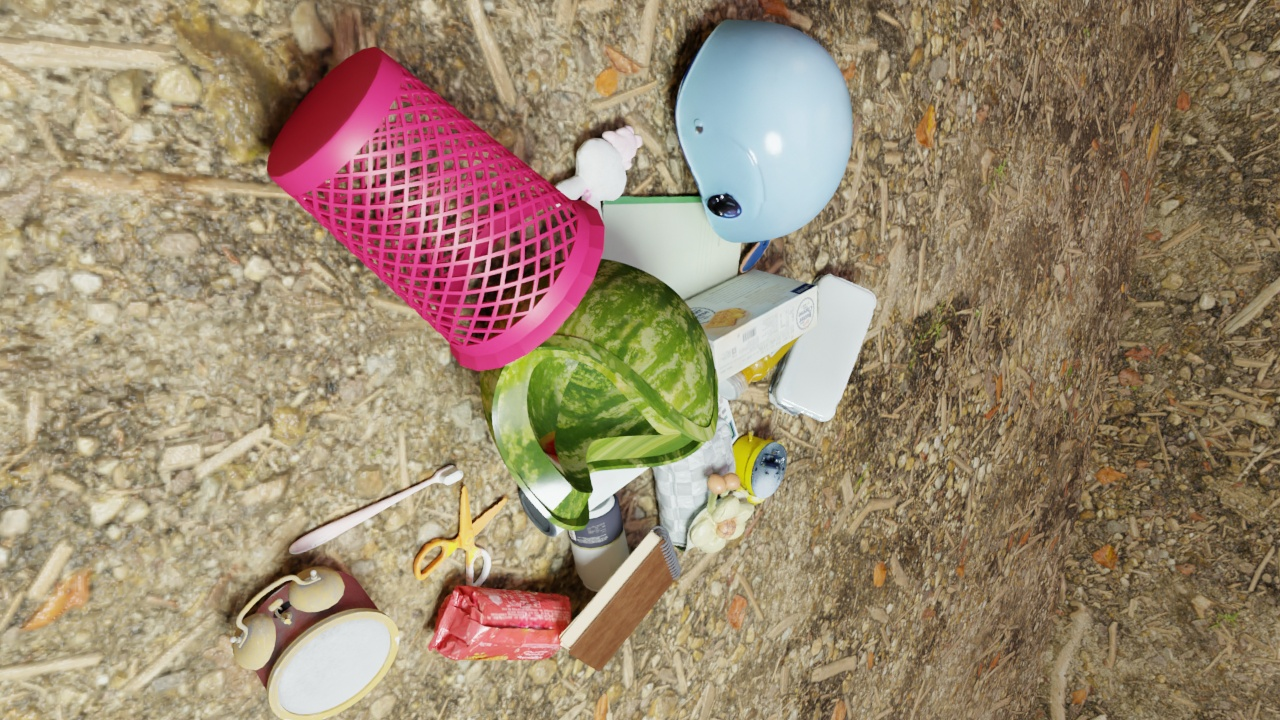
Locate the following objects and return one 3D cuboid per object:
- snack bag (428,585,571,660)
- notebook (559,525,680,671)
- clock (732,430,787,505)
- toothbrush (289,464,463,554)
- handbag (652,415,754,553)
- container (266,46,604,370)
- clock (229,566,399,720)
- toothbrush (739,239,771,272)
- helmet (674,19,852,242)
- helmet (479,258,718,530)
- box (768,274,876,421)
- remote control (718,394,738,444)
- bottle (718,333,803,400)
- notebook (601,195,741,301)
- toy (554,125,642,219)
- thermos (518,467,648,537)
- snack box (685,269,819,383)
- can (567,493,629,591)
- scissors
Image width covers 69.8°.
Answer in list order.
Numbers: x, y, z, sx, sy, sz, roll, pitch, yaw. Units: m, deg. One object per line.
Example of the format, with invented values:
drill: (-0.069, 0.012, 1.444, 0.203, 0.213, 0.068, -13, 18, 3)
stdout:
snack bag: (-0.142, 0.283, 0.984, 0.176, 0.082, 0.082, 21, 87, -49)
notebook: (-0.017, 0.285, 1.082, 0.167, 0.024, 0.226, -48, 160, -14)
clock: (0.159, 0.159, 1.285, 0.083, 0.057, 0.118, 16, 91, -49)
toothbrush: (-0.246, 0.140, 0.868, 0.180, 0.018, 0.016, -25, 120, -39)
handbag: (0.078, 0.154, 1.147, 0.112, 0.123, 0.172, -23, 120, -23)
container: (-0.170, -0.128, 0.752, 0.225, 0.183, 0.183, 41, 72, -39)
clock: (-0.291, 0.235, 0.801, 0.117, 0.081, 0.159, -41, 141, -16)
toothbrush: (0.166, -0.163, 1.202, 0.134, 0.017, 0.021, -55, 139, -26)
helmet: (0.154, -0.253, 1.057, 0.224, 0.167, 0.266, -54, 144, -32)
helmet: (-0.038, 0.016, 0.891, 0.214, 0.243, 0.246, -39, -179, 22)
box: (0.252, -0.018, 1.347, 0.107, 0.110, 0.216, 26, 79, -6)
remote control: (0.090, 0.060, 1.199, 0.049, 0.024, 0.143, -46, 132, -33)
bottle: (0.161, -0.013, 1.214, 0.185, 0.053, 0.053, -43, 132, -38)
notebook: (0.038, -0.106, 1.096, 0.251, 0.010, 0.182, -10, 111, -45)
toy: (-0.043, -0.195, 0.956, 0.076, 0.037, 0.125, 45, 68, -40)
thermos: (-0.028, 0.109, 1.038, 0.229, 0.068, 0.068, -34, 127, -27)
snack box: (0.115, -0.046, 1.115, 0.207, 0.104, 0.057, -27, 125, -39)
can: (-0.049, 0.213, 1.073, 0.064, 0.064, 0.127, -32, 125, -36)
scissors: (-0.182, 0.192, 0.960, 0.125, 0.011, 0.129, -43, 133, -27)
